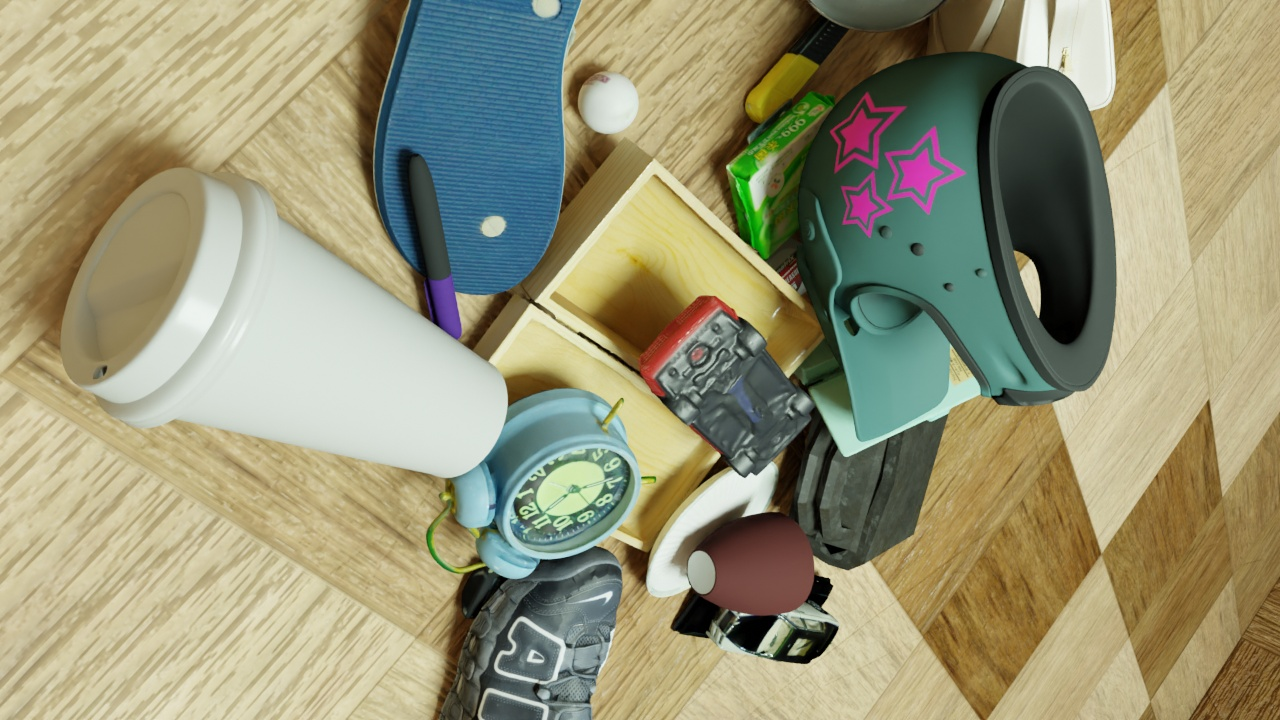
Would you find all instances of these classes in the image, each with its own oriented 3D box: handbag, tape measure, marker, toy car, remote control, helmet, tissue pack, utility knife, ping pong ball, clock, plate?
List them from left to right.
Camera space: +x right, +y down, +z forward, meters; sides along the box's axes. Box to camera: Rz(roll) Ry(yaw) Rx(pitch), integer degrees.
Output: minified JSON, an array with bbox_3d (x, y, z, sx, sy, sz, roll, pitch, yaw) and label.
[{"bbox_3d":[-0.126,-0.065,0.557,0.015,0.018,0.134,-70,164,-46],"label":"marker"},{"bbox_3d":[-0.071,0.089,0.629,0.162,0.060,0.118,-31,133,-7],"label":"clock"},{"bbox_3d":[-0.078,0.182,0.730,0.140,0.021,0.045,16,108,-46],"label":"remote control"},{"bbox_3d":[-0.021,-0.171,0.609,0.040,0.040,0.040,-16,118,-33],"label":"ping pong ball"},{"bbox_3d":[0.061,0.145,0.803,0.156,0.014,0.157,-32,146,-25],"label":"plate"},{"bbox_3d":[0.068,0.024,0.681,0.081,0.056,0.189,-45,138,1],"label":"toy car"},{"bbox_3d":[0.132,0.255,0.893,0.191,0.071,0.094,25,101,-42],"label":"toy car"},{"bbox_3d":[0.116,-0.073,0.777,0.060,0.020,0.062,-44,130,-16],"label":"tape measure"},{"bbox_3d":[0.115,-0.146,0.725,0.113,0.034,0.100,-43,144,-14],"label":"tissue pack"},{"bbox_3d":[0.142,-0.252,0.721,0.172,0.020,0.029,-49,134,-10],"label":"utility knife"},{"bbox_3d":[0.198,0.093,0.860,0.199,0.102,0.197,-10,115,-54],"label":"handbag"},{"bbox_3d":[0.212,-0.077,0.668,0.176,0.201,0.275,-18,99,-34],"label":"helmet"},{"bbox_3d":[0.284,-0.303,0.707,0.101,0.194,0.198,-13,119,0],"label":"handbag"}]

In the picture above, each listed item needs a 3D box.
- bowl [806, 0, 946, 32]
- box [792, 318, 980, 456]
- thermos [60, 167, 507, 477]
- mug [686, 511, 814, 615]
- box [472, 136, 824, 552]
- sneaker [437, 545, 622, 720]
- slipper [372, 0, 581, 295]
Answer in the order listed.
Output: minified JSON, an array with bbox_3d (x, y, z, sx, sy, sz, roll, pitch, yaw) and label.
[{"bbox_3d":[0.169,-0.319,0.673,0.150,0.056,0.151,-4,112,-9],"label":"bowl"},{"bbox_3d":[0.222,-0.011,0.788,0.186,0.138,0.052,-25,146,-9],"label":"box"},{"bbox_3d":[-0.177,-0.002,0.509,0.221,0.131,0.131,33,87,-50],"label":"thermos"},{"bbox_3d":[0.077,0.179,0.784,0.088,0.114,0.087,2,67,-37],"label":"mug"},{"bbox_3d":[-0.001,0.007,0.689,0.247,0.068,0.253,34,91,-42],"label":"box"},{"bbox_3d":[-0.066,0.267,0.673,0.097,0.151,0.253,12,111,-45],"label":"sneaker"},{"bbox_3d":[-0.090,-0.172,0.531,0.118,0.060,0.296,1,126,-27],"label":"slipper"}]
